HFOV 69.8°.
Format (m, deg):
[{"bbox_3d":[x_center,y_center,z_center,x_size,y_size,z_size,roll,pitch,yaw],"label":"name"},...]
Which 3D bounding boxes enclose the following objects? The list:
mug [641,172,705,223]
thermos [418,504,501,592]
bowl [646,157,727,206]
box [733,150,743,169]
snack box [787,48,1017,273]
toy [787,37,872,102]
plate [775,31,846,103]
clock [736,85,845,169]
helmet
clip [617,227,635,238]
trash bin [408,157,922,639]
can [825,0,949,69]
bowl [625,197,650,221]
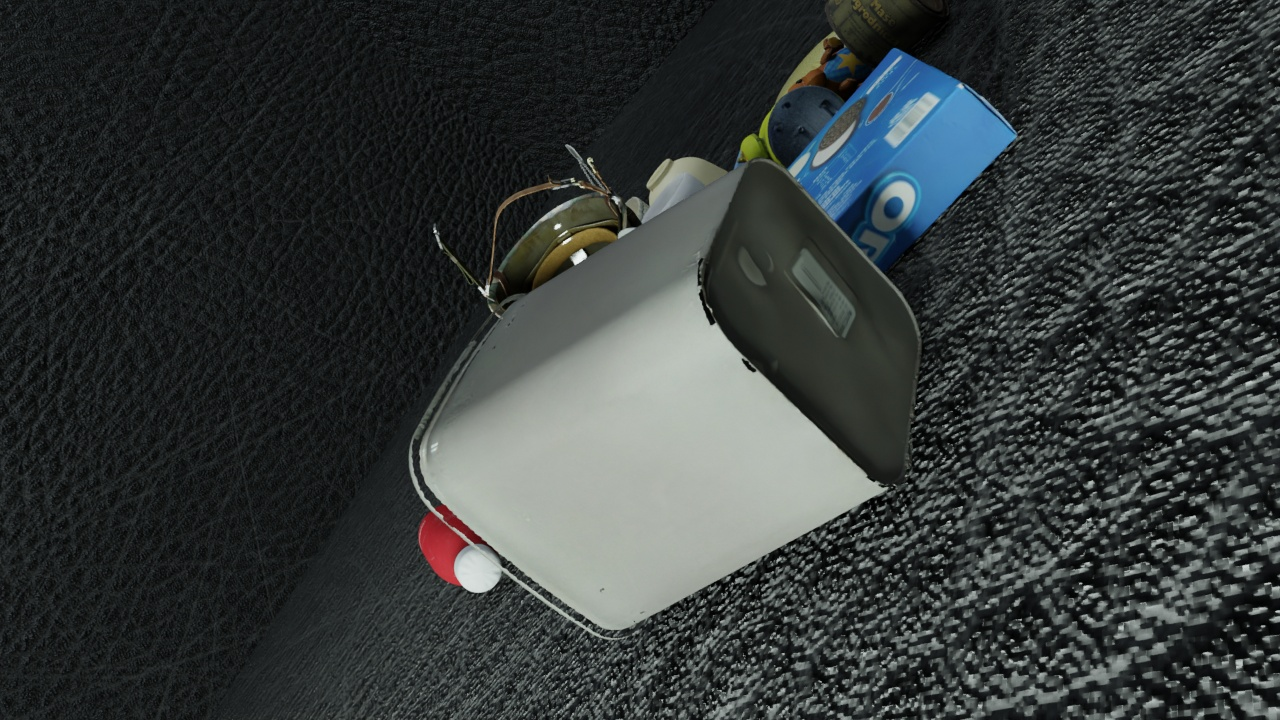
[{"bbox_3d":[0.047,-0.162,1.099,0.115,0.068,0.094,-60,16,-24],"label":"mug"},{"bbox_3d":[-0.191,0.204,0.985,0.073,0.073,0.240,-56,15,-12],"label":"thermos"},{"bbox_3d":[0.051,-0.228,1.225,0.118,0.074,0.117,-49,15,18],"label":"bowl"},{"bbox_3d":[0.101,-0.185,0.966,0.067,0.052,0.209,-49,6,25],"label":"box"},{"bbox_3d":[0.149,-0.116,0.700,0.239,0.056,0.195,-49,15,21],"label":"snack box"},{"bbox_3d":[0.183,-0.266,0.917,0.090,0.070,0.103,-30,-13,-11],"label":"toy"},{"bbox_3d":[0.202,-0.325,1.046,0.185,0.036,0.184,-49,14,16],"label":"plate"},{"bbox_3d":[0.143,-0.199,0.853,0.119,0.083,0.057,-50,9,-1],"label":"clock"},{"bbox_3d":[-0.086,-0.112,1.035,0.193,0.236,0.224,-34,50,10],"label":"helmet"},{"bbox_3d":[0.016,-0.068,0.874,0.151,0.089,0.125,-16,71,54],"label":"clip"},{"bbox_3d":[0.023,0.020,0.536,0.221,0.197,0.196,-32,23,40],"label":"trash bin"},{"bbox_3d":[0.234,-0.334,0.868,0.075,0.090,0.089,-40,20,42],"label":"can"},{"bbox_3d":[-0.001,-0.146,1.187,0.116,0.062,0.115,-54,25,39],"label":"bowl"}]
